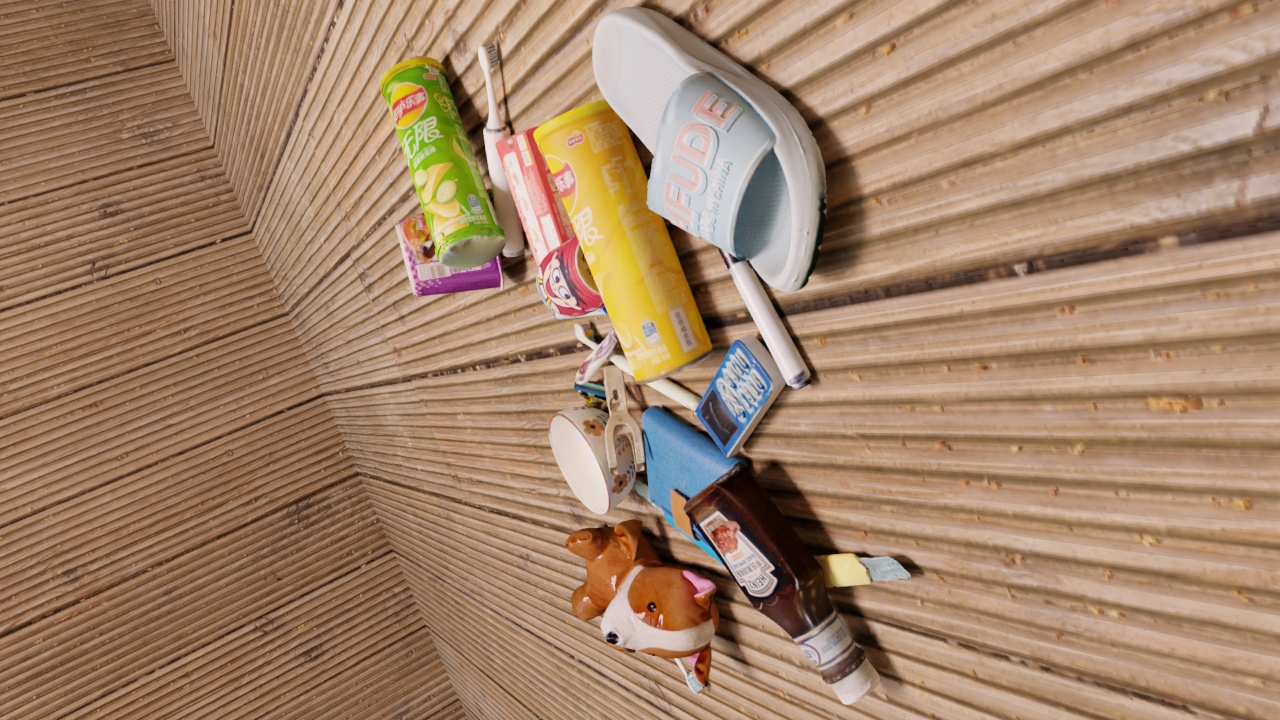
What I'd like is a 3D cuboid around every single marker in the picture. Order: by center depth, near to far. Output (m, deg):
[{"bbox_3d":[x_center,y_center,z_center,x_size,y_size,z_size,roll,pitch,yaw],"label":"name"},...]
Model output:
[{"bbox_3d":[0.085,-0.039,0.645,0.023,0.018,0.130,-36,79,54],"label":"marker"},{"bbox_3d":[-0.051,-0.050,0.888,0.146,0.016,0.017,0,112,62],"label":"marker"}]

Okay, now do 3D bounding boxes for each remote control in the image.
[{"bbox_3d":[0.076,0.029,0.711,0.049,0.024,0.125,55,151,19],"label":"remote control"}]

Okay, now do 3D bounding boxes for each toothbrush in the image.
[{"bbox_3d":[-0.027,-0.022,0.836,0.016,0.017,0.188,63,145,16],"label":"toothbrush"},{"bbox_3d":[-0.005,0.005,0.850,0.190,0.020,0.029,32,169,47],"label":"toothbrush"},{"bbox_3d":[-0.139,-0.202,0.909,0.027,0.026,0.221,30,139,33],"label":"toothbrush"},{"bbox_3d":[0.005,0.288,1.067,0.224,0.026,0.027,54,130,21],"label":"toothbrush"}]

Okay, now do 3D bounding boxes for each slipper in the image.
[{"bbox_3d":[0.031,-0.143,0.591,0.245,0.074,0.104,52,150,28],"label":"slipper"}]

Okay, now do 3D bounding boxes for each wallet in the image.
[{"bbox_3d":[0.048,0.110,0.823,0.133,0.040,0.106,31,134,51],"label":"wallet"}]

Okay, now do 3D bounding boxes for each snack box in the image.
[{"bbox_3d":[-0.090,-0.141,0.872,0.075,0.025,0.153,8,119,61],"label":"snack box"}]

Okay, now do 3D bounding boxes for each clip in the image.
[{"bbox_3d":[-0.020,0.063,0.884,0.081,0.034,0.104,86,172,-55],"label":"clip"}]

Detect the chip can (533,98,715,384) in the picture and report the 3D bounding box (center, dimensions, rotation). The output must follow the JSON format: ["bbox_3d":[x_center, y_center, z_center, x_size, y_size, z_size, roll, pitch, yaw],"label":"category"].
[{"bbox_3d":[-0.010,-0.092,0.717,0.072,0.072,0.213,-9,106,63],"label":"chip can"}]

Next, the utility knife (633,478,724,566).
[{"bbox_3d":[0.049,0.157,0.880,0.207,0.018,0.034,27,132,50],"label":"utility knife"}]

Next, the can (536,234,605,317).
[{"bbox_3d":[-0.045,-0.076,0.798,0.094,0.066,0.066,-14,100,63],"label":"can"}]

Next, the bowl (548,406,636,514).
[{"bbox_3d":[-0.040,0.094,0.942,0.113,0.062,0.114,45,149,37],"label":"bowl"}]

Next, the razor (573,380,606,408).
[{"bbox_3d":[-0.054,0.054,0.983,0.042,0.022,0.143,15,148,-1],"label":"razor"}]

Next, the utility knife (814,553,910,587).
[{"bbox_3d":[0.145,0.165,0.708,0.031,0.020,0.195,58,160,3],"label":"utility knife"}]

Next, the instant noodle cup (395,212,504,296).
[{"bbox_3d":[-0.210,-0.121,1.004,0.112,0.099,0.111,165,91,-79],"label":"instant noodle cup"}]

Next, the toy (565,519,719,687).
[{"bbox_3d":[0.001,0.243,0.943,0.200,0.130,0.140,23,127,42],"label":"toy"}]

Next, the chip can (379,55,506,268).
[{"bbox_3d":[-0.202,-0.199,0.936,0.221,0.072,0.073,68,156,16],"label":"chip can"}]

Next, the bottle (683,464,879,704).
[{"bbox_3d":[0.113,0.176,0.716,0.195,0.043,0.080,54,147,9],"label":"bottle"}]
